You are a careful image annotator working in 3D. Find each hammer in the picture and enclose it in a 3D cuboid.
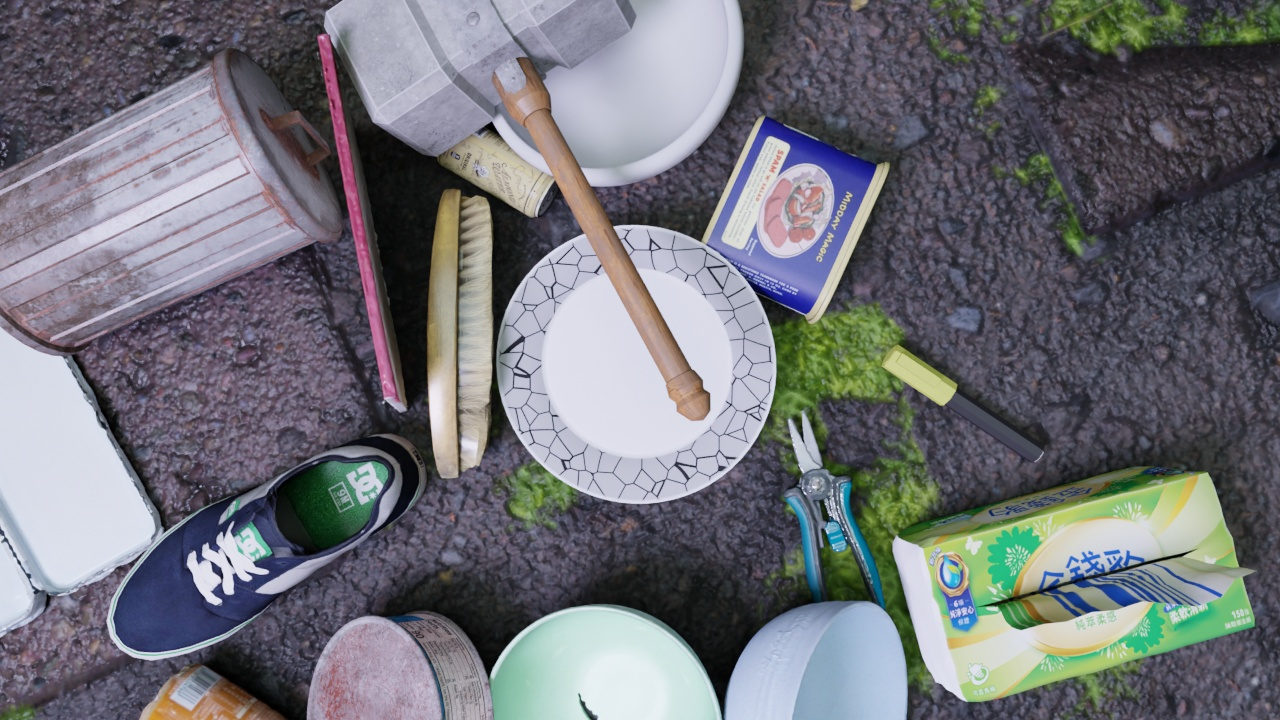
[{"bbox_3d":[-0.040,-0.105,0.537,0.163,0.083,0.317,-30,80,9],"label":"hammer"}]

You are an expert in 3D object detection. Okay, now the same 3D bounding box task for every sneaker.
[{"bbox_3d":[-0.257,0.123,0.605,0.235,0.079,0.084,-31,88,0],"label":"sneaker"}]

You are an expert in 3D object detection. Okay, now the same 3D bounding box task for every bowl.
[{"bbox_3d":[-0.019,0.226,0.594,0.151,0.077,0.151,0,89,10],"label":"bowl"},{"bbox_3d":[0.102,0.222,0.582,0.075,0.150,0.150,2,86,42],"label":"bowl"},{"bbox_3d":[-0.016,-0.199,0.617,0.177,0.066,0.176,-1,86,13],"label":"bowl"}]

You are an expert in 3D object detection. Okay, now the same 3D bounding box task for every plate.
[{"bbox_3d":[-0.004,0.004,0.624,0.189,0.016,0.188,1,99,8],"label":"plate"}]

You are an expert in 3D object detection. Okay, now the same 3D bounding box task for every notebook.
[{"bbox_3d":[-0.172,-0.073,0.578,0.012,0.153,0.208,-11,87,-13],"label":"notebook"}]

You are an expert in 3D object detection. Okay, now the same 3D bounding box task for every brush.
[{"bbox_3d":[-0.121,-0.017,0.621,0.043,0.059,0.195,1,89,-8],"label":"brush"}]

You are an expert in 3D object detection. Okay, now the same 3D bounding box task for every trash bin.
[{"bbox_3d":[-0.305,-0.102,0.592,0.211,0.131,0.131,-25,87,1],"label":"trash bin"}]

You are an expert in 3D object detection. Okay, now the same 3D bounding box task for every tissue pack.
[{"bbox_3d":[0.274,0.139,0.567,0.197,0.141,0.120,-21,87,-1],"label":"tissue pack"}]

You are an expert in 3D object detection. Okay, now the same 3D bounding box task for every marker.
[{"bbox_3d":[0.224,0.031,0.633,0.124,0.021,0.017,34,88,1],"label":"marker"}]

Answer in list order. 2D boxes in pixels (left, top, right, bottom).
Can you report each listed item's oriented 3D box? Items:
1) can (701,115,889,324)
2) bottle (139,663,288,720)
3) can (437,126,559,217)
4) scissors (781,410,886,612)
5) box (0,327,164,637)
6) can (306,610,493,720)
[{"bbox_3d":[0.100,-0.097,0.623,0.092,0.056,0.116,25,88,3],"label":"can"},{"bbox_3d":[-0.247,0.268,0.609,0.167,0.059,0.059,33,88,-1],"label":"bottle"},{"bbox_3d":[-0.097,-0.133,0.635,0.079,0.038,0.038,30,88,2],"label":"can"},{"bbox_3d":[0.133,0.113,0.631,0.144,0.019,0.126,33,93,8],"label":"scissors"},{"bbox_3d":[-0.457,0.082,0.636,0.189,0.037,0.209,-32,88,-9],"label":"box"},{"bbox_3d":[-0.154,0.228,0.582,0.130,0.044,0.130,-7,78,36],"label":"can"}]
